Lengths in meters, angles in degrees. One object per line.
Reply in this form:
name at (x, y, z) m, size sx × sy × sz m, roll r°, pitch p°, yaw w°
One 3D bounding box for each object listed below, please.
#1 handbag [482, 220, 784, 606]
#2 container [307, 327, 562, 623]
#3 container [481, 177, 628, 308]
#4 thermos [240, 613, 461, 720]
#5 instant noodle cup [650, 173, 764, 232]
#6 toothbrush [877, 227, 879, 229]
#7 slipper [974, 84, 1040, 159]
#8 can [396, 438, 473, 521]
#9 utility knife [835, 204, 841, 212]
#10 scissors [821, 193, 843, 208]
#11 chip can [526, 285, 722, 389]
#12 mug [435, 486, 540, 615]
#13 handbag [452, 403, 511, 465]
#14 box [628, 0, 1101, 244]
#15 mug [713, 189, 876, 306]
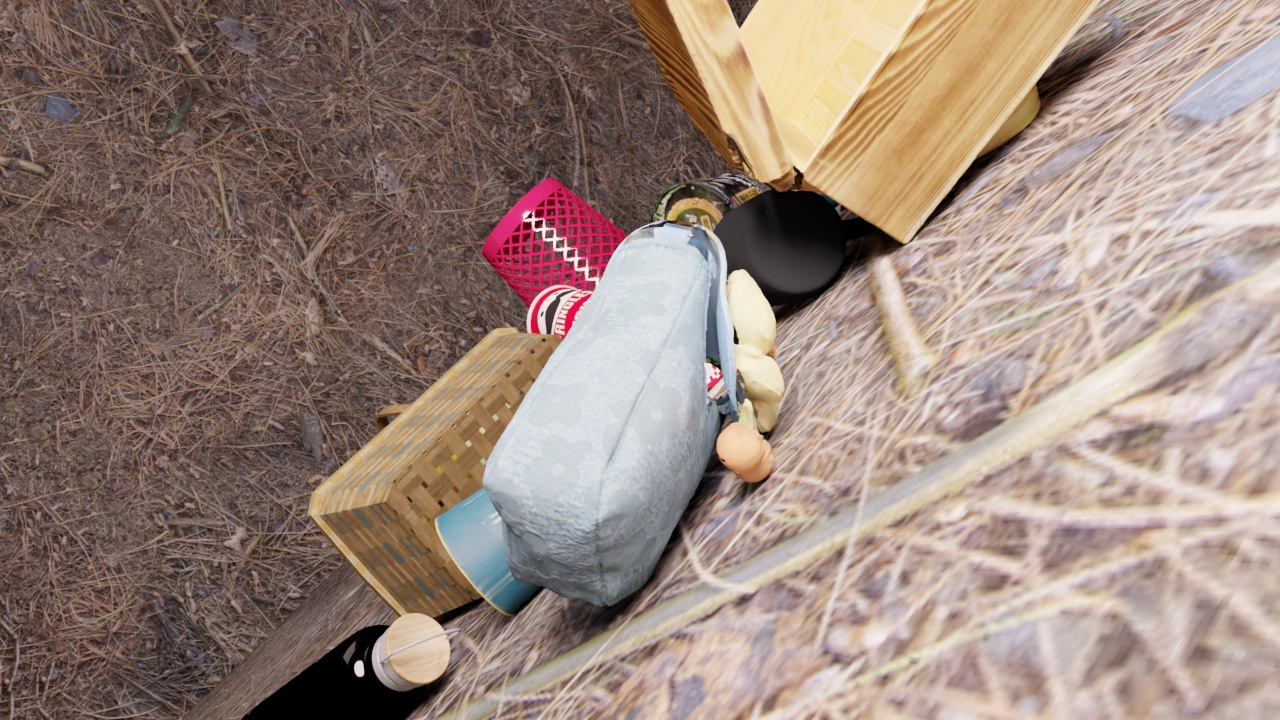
handbag at (0.010, 0.026, 0.447) m, size 0.122 × 0.119 × 0.191 m, roll 85°, pitch -154°, yaw -44°
container at (-0.151, 0.095, 0.794) m, size 0.187 × 0.157 × 0.249 m, roll -16°, pitch 25°, yaw 52°
container at (-0.066, -0.096, 1.106) m, size 0.183 × 0.226 × 0.183 m, roll -47°, pitch 2°, yaw 2°
thermos at (-0.193, 0.221, 0.603) m, size 0.232 × 0.061 × 0.061 m, roll -39°, pitch 7°, yaw 34°
instant noodle cup at (0.099, -0.174, 1.173) m, size 0.138 × 0.137 × 0.112 m, roll -37°, pitch -2°, yaw 42°
toothbrush at (0.225, -0.156, 0.724) m, size 0.180 × 0.018 × 0.016 m, roll -48°, pitch 10°, yaw -33°
slipper at (0.243, -0.225, 0.708) m, size 0.100 × 0.078 × 0.262 m, roll -33°, pitch 17°, yaw 27°
can at (-0.218, 0.146, 0.936) m, size 0.105 × 0.135 × 0.075 m, roll -41°, pitch 6°, yaw 39°
utility knife at (0.142, -0.108, 0.943) m, size 0.180 × 0.015 × 0.022 m, roll -35°, pitch 43°, yaw 43°
scissors at (0.209, -0.178, 0.962) m, size 0.141 × 0.019 × 0.127 m, roll -47°, pitch 8°, yaw 47°
chip can at (-0.017, -0.022, 0.767) m, size 0.069 × 0.069 × 0.221 m, roll -45°, pitch 28°, yaw -18°
mug at (-0.059, 0.094, 0.587) m, size 0.121 × 0.078 × 0.078 m, roll -38°, pitch 6°, yaw -4°
handbag at (-0.200, 0.135, 1.078) m, size 0.186 × 0.113 × 0.117 m, roll -42°, pitch -8°, yaw -23°
box at (0.073, -0.265, 0.622) m, size 0.283 × 0.315 × 0.278 m, roll -57°, pitch 24°, yaw 21°
mug at (0.120, -0.089, 0.695) m, size 0.121 × 0.085 × 0.094 m, roll -14°, pitch 3°, yaw -9°
